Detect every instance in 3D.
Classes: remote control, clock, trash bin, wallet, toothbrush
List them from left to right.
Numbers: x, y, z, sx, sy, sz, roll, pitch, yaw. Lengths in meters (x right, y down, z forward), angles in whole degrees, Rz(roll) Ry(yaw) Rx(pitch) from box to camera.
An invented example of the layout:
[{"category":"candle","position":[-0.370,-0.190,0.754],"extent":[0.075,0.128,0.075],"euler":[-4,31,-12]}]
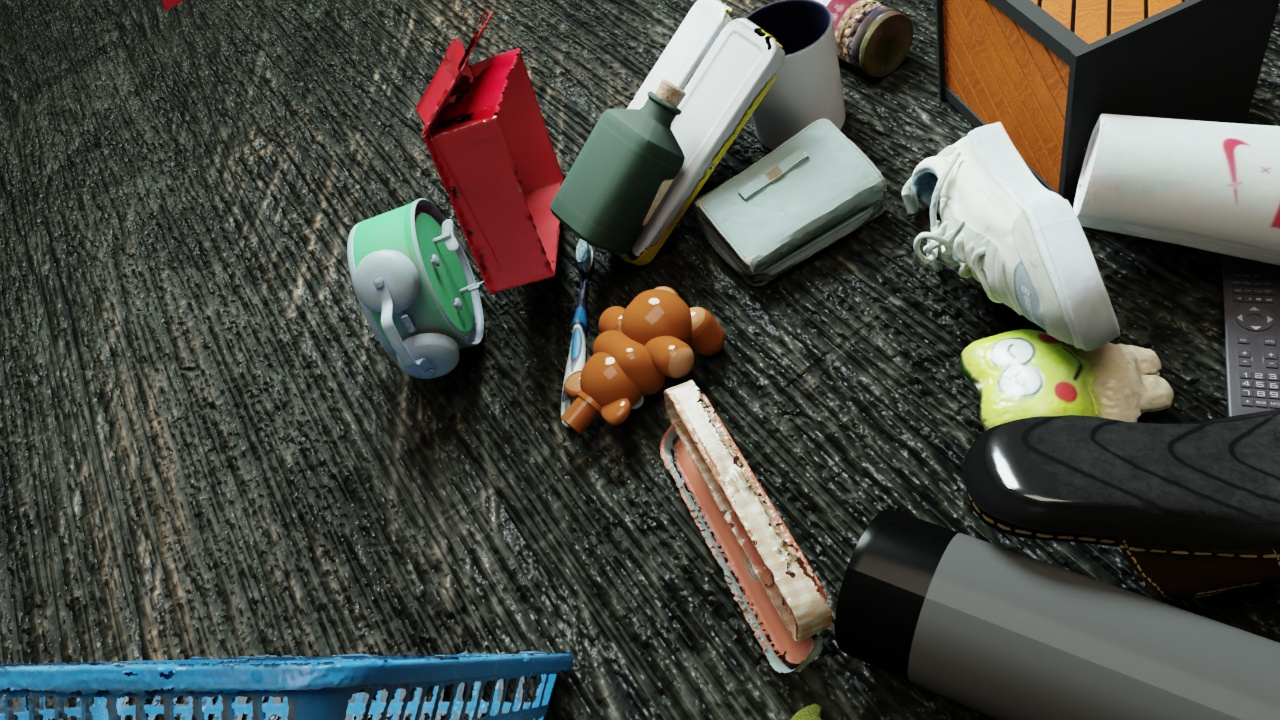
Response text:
[{"category":"clock","position":[-0.170,-0.052,0.710],"extent":[0.075,0.122,0.161],"euler":[-19,31,7]},{"category":"toothbrush","position":[-0.050,-0.027,0.723],"extent":[0.016,0.017,0.188],"euler":[-8,51,13]},{"category":"wallet","position":[0.115,-0.124,0.719],"extent":[0.131,0.054,0.100],"euler":[-35,49,-1]},{"category":"trash bin","position":[0.321,-0.230,0.661],"extent":[0.140,0.140,0.171],"euler":[-24,49,1]},{"category":"remote control","position":[0.370,-0.011,0.555],"extent":[0.032,0.015,0.136],"euler":[5,53,24]}]

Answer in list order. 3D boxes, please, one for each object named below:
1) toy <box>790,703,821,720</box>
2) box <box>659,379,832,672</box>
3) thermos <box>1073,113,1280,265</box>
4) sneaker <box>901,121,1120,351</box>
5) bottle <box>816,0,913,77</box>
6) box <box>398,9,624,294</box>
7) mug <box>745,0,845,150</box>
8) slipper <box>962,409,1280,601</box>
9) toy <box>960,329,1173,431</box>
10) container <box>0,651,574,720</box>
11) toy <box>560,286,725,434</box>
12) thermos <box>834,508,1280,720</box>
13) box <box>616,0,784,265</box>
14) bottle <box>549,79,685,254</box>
[{"category":"toy","position":[0.111,0.230,0.409],"extent":[0.153,0.078,0.179],"euler":[7,18,21]},{"category":"box","position":[0.057,0.094,0.556],"extent":[0.042,0.083,0.186],"euler":[-20,47,-10]},{"category":"thermos","position":[0.384,-0.096,0.551],"extent":[0.221,0.099,0.099],"euler":[12,58,19]},{"category":"sneaker","position":[0.230,-0.075,0.602],"extent":[0.091,0.089,0.241],"euler":[-24,31,17]},{"category":"bottle","position":[0.187,-0.299,0.820],"extent":[0.056,0.056,0.105],"euler":[-35,49,-8]},{"category":"box","position":[-0.108,-0.164,0.732],"extent":[0.153,0.164,0.214],"euler":[-58,19,26]},{"category":"mug","position":[0.132,-0.250,0.775],"extent":[0.079,0.097,0.111],"euler":[7,57,25]},{"category":"slipper","position":[0.300,0.075,0.472],"extent":[0.268,0.076,0.112],"euler":[0,38,1]},{"category":"toy","position":[0.259,0.014,0.558],"extent":[0.115,0.046,0.092],"euler":[-5,43,7]},{"category":"container","position":[-0.243,0.203,0.484],"extent":[0.363,0.257,0.089],"euler":[-6,72,17]},{"category":"toy","position":[-0.004,0.004,0.664],"extent":[0.127,0.065,0.095],"euler":[-50,45,-9]},{"category":"thermos","position":[0.221,0.149,0.442],"extent":[0.241,0.082,0.082],"euler":[17,61,30]},{"category":"box","position":[0.023,-0.189,0.750],"extent":[0.210,0.036,0.129],"euler":[-55,45,19]},{"category":"bottle","position":[-0.008,-0.154,0.708],"extent":[0.061,0.061,0.131],"euler":[43,110,31]}]
